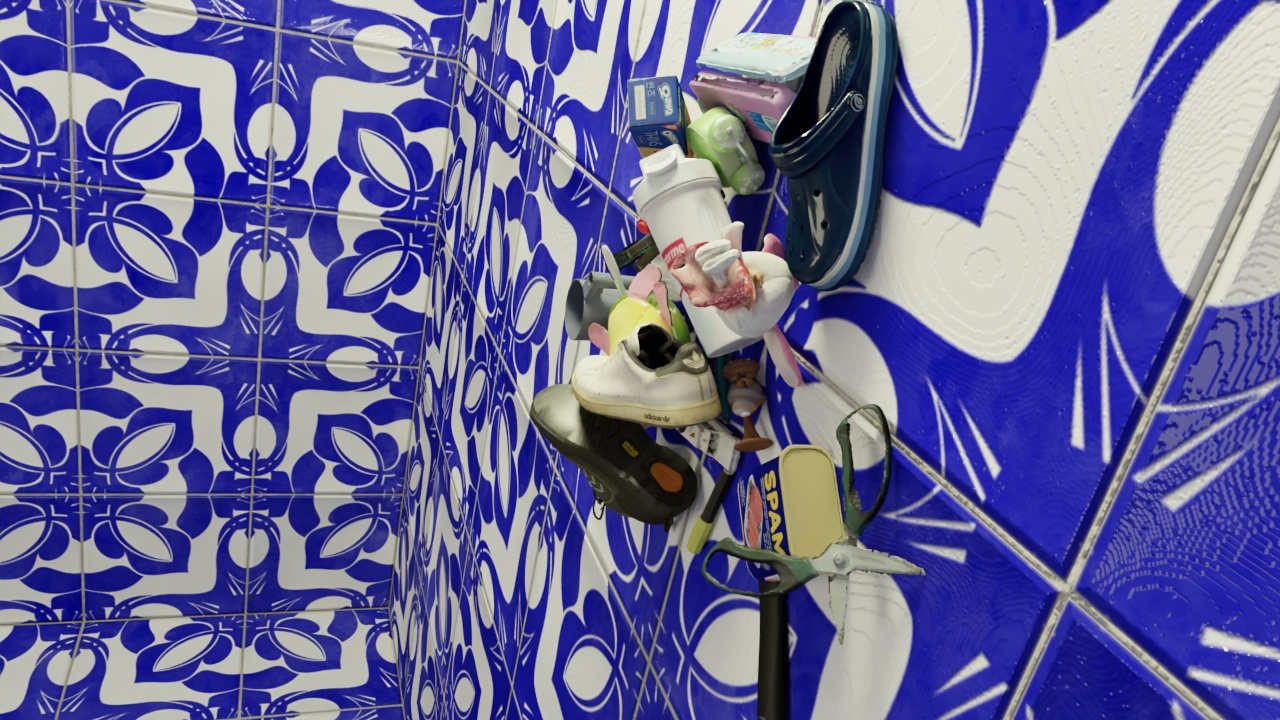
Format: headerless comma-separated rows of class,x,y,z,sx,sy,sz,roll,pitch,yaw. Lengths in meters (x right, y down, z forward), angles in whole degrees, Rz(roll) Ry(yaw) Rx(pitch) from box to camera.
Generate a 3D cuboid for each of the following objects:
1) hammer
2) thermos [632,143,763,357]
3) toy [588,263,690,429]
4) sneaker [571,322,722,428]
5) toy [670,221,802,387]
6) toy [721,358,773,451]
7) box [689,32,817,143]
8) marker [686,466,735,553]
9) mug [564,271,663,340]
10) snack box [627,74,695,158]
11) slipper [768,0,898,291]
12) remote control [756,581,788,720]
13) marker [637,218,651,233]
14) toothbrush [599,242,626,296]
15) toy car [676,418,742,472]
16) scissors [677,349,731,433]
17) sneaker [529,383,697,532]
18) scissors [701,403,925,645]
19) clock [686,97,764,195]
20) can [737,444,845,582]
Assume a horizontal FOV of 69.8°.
hammer,0.005,-0.151,1.195,0.032,0.130,0.319,48,167,-8
thermos,0.065,-0.117,0.965,0.100,0.099,0.220,-40,69,61
toy,0.004,-0.005,1.162,0.190,0.087,0.239,38,131,36
sneaker,-0.006,0.006,1.027,0.242,0.088,0.102,13,118,52
toy,0.098,-0.067,0.852,0.084,0.194,0.159,-14,68,28
toy,0.110,0.040,0.960,0.055,0.041,0.101,84,180,-48
box,0.135,-0.290,0.947,0.092,0.089,0.214,-44,29,0
marker,0.079,0.170,1.045,0.021,0.017,0.124,-116,37,-49
mug,-0.036,-0.076,1.245,0.124,0.104,0.083,125,143,-51
snack box,0.029,-0.260,1.053,0.206,0.057,0.056,33,-124,-80
slipper,0.157,-0.191,0.812,0.105,0.095,0.253,-157,74,-64
remote control,0.128,0.285,0.908,0.041,0.020,0.151,162,111,-65
marker,0.046,-0.195,1.052,0.024,0.144,0.021,3,135,52
toothbrush,-0.016,-0.072,1.195,0.016,0.015,0.187,50,165,57
toy car,0.076,0.086,1.037,0.113,0.039,0.039,-139,55,-62
scissors,0.081,0.019,1.025,0.156,0.019,0.124,-62,34,8
sneaker,-0.035,0.130,1.160,0.238,0.100,0.143,36,149,17
scissors,0.146,0.134,0.784,0.202,0.015,0.201,0,76,34
clock,0.091,-0.227,0.989,0.094,0.042,0.119,56,176,-35
can,0.138,0.147,0.857,0.092,0.056,0.116,137,132,-61
